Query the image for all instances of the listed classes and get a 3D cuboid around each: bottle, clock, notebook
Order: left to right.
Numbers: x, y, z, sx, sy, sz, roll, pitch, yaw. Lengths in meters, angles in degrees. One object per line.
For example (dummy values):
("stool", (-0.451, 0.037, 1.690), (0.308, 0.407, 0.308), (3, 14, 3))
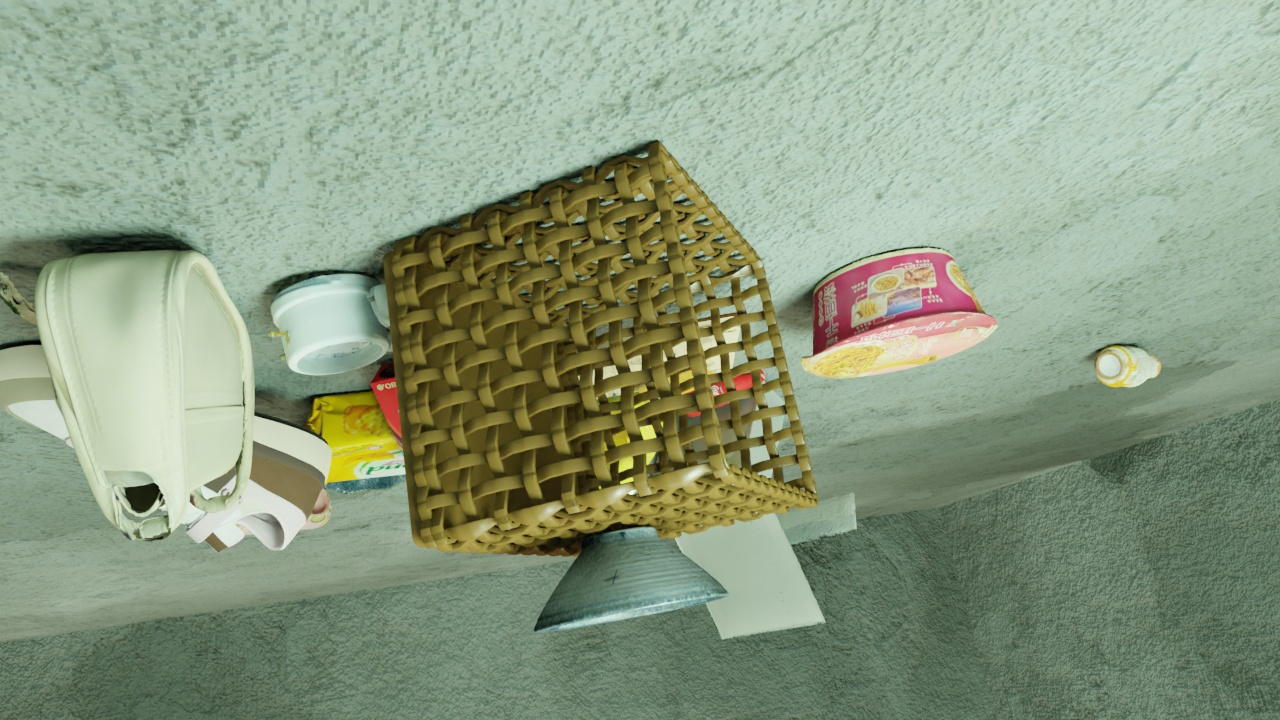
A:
("clock", (-0.220, -0.030, 0.701), (0.117, 0.057, 0.083), (-13, 164, -16))
("notebook", (-0.006, 0.006, 0.996), (0.225, 0.024, 0.167), (-10, 162, -1))
("bottle", (0.102, 0.037, 1.135), (0.119, 0.036, 0.036), (-25, 158, 38))
("bottle", (0.733, 0.009, 1.373), (0.108, 0.063, 0.063), (1, 160, -32))

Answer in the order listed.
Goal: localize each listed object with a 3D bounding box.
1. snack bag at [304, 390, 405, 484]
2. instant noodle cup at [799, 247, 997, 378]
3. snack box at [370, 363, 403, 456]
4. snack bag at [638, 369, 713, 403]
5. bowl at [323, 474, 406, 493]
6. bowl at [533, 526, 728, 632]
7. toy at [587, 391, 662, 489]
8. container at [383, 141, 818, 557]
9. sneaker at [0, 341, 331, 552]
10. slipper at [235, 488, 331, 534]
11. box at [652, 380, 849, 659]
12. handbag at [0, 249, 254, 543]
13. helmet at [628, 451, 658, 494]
("snack bag", (-0.251, 0.077, 1.005), (0.247, 0.068, 0.160), (-5, 163, -18))
("instant noodle cup", (0.242, -0.047, 0.887), (0.178, 0.077, 0.179), (-9, 164, -3))
("snack box", (-0.161, 0.054, 0.890), (0.152, 0.133, 0.035), (-13, -154, 8))
("snack bag", (0.038, 0.028, 1.012), (0.099, 0.020, 0.026), (-20, 163, 24))
("bowl", (-0.337, 0.127, 1.132), (0.110, 0.055, 0.110), (-10, 162, -3))
("bowl", (-0.011, 0.150, 0.645), (0.137, 0.057, 0.137), (-10, 163, -3))
("toy", (-0.026, 0.102, 1.077), (0.092, 0.207, 0.134), (26, 112, -15))
("container", (-0.020, 0.017, 0.689), (0.214, 0.219, 0.251), (-17, 162, 19))
("sneaker", (-0.408, 0.088, 0.780), (0.112, 0.116, 0.293), (-21, 144, 31))
("slipper", (-0.453, 0.161, 1.146), (0.082, 0.093, 0.197), (-38, 157, 15))
("box", (0.131, 0.202, 1.166), (0.168, 0.330, 0.164), (-25, 174, 40))
("handbag", (-0.346, 0.027, 0.629), (0.132, 0.184, 0.229), (-5, 179, -10))
("helmet", (-0.041, 0.139, 1.260), (0.271, 0.118, 0.183), (11, -167, 4))
